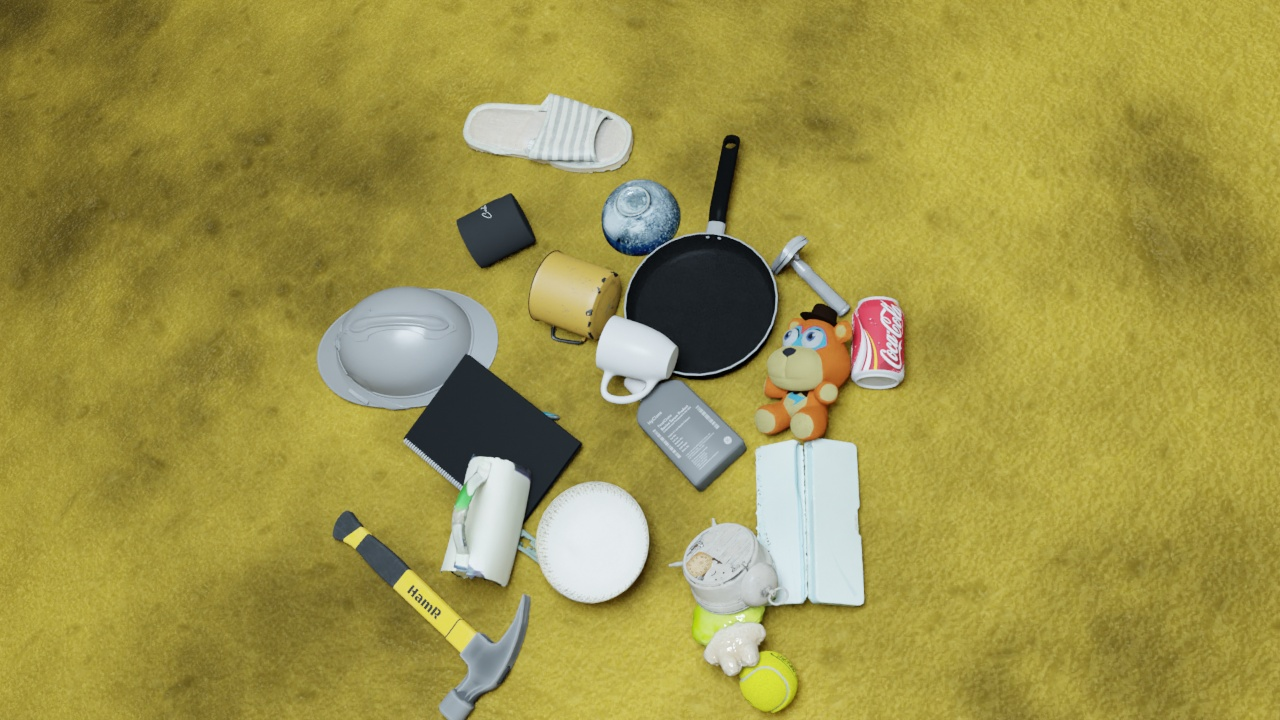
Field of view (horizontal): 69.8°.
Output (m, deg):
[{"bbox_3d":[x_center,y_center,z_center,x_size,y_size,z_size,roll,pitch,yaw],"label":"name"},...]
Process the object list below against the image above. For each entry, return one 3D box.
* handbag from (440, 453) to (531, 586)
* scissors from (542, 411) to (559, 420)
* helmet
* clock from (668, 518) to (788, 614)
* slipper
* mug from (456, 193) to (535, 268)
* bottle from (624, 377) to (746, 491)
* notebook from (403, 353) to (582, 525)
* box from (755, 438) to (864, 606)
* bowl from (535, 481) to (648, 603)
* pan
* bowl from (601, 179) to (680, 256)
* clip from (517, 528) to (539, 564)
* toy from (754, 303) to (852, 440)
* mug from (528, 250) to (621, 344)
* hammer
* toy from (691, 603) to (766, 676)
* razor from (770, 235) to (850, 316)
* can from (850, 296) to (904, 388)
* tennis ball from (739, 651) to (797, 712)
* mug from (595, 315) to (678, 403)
[{"bbox_3d":[-0.199,0.186,1.102,0.074,0.176,0.151,8,75,11],"label":"handbag"},{"bbox_3d":[-0.176,0.089,1.243,0.124,0.019,0.155,-35,68,-1],"label":"scissors"},{"bbox_3d":[-0.343,-0.036,1.270,0.271,0.118,0.183,-4,70,7],"label":"helmet"},{"bbox_3d":[0.111,0.242,1.061,0.103,0.061,0.157,-43,33,-20],"label":"clock"},{"bbox_3d":[-0.143,-0.342,1.372,0.273,0.054,0.114,12,69,18],"label":"slipper"},{"bbox_3d":[-0.210,-0.197,1.327,0.088,0.078,0.113,-26,41,3],"label":"mug"},{"bbox_3d":[0.047,0.077,1.180,0.083,0.046,0.174,-43,67,-4],"label":"bottle"},{"bbox_3d":[-0.200,0.109,1.223,0.207,0.016,0.149,36,90,17],"label":"notebook"},{"bbox_3d":[0.203,0.195,1.108,0.126,0.074,0.197,-9,66,29],"label":"box"},{"bbox_3d":[-0.052,0.228,1.140,0.145,0.063,0.145,-4,71,12],"label":"bowl"},{"bbox_3d":[0.096,-0.142,1.246,0.204,0.044,0.355,7,73,15],"label":"pan"},{"bbox_3d":[-0.006,-0.210,1.286,0.114,0.061,0.114,-5,70,13],"label":"bowl"},{"bbox_3d":[-0.131,0.245,1.175,0.076,0.023,0.042,28,81,22],"label":"clip"},{"bbox_3d":[0.208,0.015,1.140,0.112,0.096,0.175,4,63,50],"label":"toy"},{"bbox_3d":[-0.088,-0.076,1.245,0.094,0.100,0.124,20,117,17],"label":"mug"},{"bbox_3d":[-0.285,0.299,1.190,0.324,0.034,0.169,35,81,23],"label":"hammer"},{"bbox_3d":[0.106,0.314,1.064,0.092,0.043,0.117,-24,31,3],"label":"toy"},{"bbox_3d":[0.227,-0.104,1.196,0.047,0.088,0.116,-44,87,-5],"label":"razor"},{"bbox_3d":[0.296,-0.022,1.146,0.064,0.064,0.104,1,71,13],"label":"can"},{"bbox_3d":[0.146,0.365,1.044,0.065,0.065,0.065,-4,70,12],"label":"tennis ball"},{"bbox_3d":[-0.007,0.007,1.165,0.089,0.071,0.107,18,88,15],"label":"mug"}]
